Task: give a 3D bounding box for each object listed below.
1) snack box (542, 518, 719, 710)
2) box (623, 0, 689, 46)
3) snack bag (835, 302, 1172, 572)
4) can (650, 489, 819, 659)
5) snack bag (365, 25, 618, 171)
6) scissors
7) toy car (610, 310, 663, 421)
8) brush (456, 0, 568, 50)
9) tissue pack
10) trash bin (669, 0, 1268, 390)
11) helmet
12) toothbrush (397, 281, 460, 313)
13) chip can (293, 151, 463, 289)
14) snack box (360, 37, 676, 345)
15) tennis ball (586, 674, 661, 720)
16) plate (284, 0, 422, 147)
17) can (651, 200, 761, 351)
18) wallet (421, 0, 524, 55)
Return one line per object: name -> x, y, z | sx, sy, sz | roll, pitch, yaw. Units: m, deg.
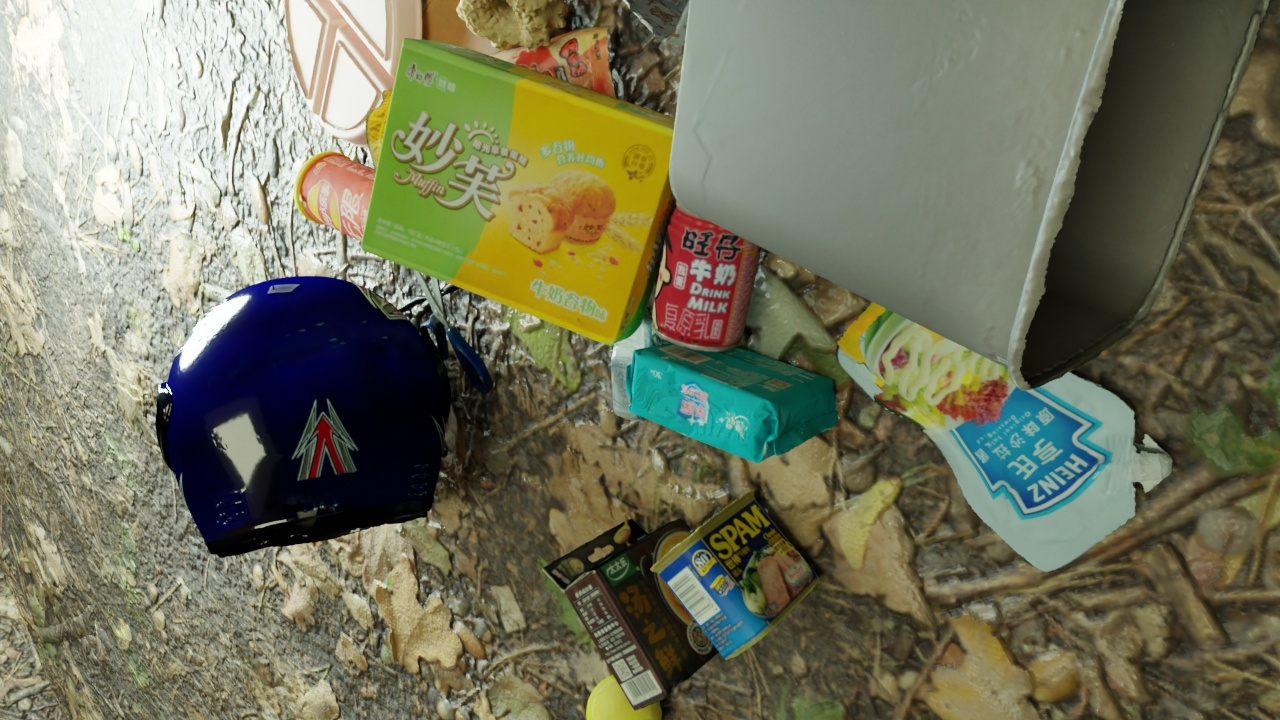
snack box -> 0.006, 0.185, 0.712 | 0.053, 0.113, 0.125 | -39, 78, 38
box -> 0.004, -0.294, 0.507 | 0.155, 0.187, 0.183 | 56, 132, 33
snack bag -> 0.212, 0.028, 0.549 | 0.191, 0.038, 0.110 | 49, 117, 16
can -> 0.071, 0.153, 0.659 | 0.083, 0.101, 0.057 | 51, 128, 13
snack bag -> -0.108, -0.178, 0.718 | 0.208, 0.073, 0.128 | -5, 99, 24
scissors -> -0.172, -0.031, 0.814 | 0.156, 0.012, 0.166 | 50, 155, -4
toy car -> -0.004, 0.004, 0.720 | 0.043, 0.034, 0.091 | 12, 109, 39
brush -> -0.093, -0.298, 0.581 | 0.083, 0.045, 0.255 | 18, 152, 10
tissue pack -> 0.063, 0.025, 0.632 | 0.134, 0.093, 0.050 | 21, 111, 34
trash bin -> 0.150, -0.127, 0.458 | 0.220, 0.198, 0.199 | 28, 121, 37
helmet -> -0.310, 0.049, 0.857 | 0.316, 0.247, 0.240 | 150, 111, -64
toothbrush -> -0.226, -0.055, 0.895 | 0.189, 0.014, 0.016 | -18, 84, 41
chip can -> -0.221, -0.131, 0.831 | 0.217, 0.073, 0.073 | 23, 117, 31
snack box -> -0.081, -0.122, 0.658 | 0.210, 0.069, 0.158 | 21, 110, 8
tennis ball -> -0.014, 0.306, 0.796 | 0.065, 0.065, 0.065 | 13, 111, 36
plate -> -0.265, -0.308, 0.820 | 0.230, 0.028, 0.230 | 15, 111, 45
can -> 0.046, -0.061, 0.635 | 0.066, 0.066, 0.094 | 25, 118, 31
wallet -> -0.139, -0.268, 0.748 | 0.132, 0.031, 0.108 | -38, 79, 39
